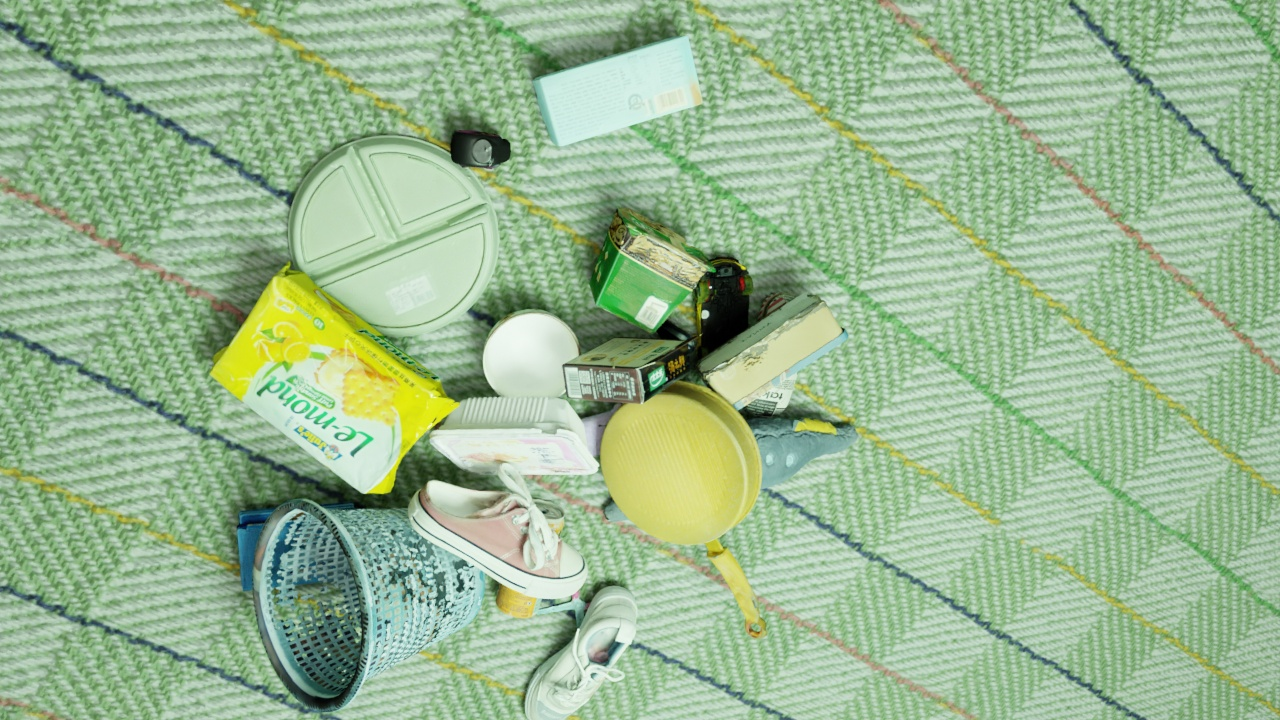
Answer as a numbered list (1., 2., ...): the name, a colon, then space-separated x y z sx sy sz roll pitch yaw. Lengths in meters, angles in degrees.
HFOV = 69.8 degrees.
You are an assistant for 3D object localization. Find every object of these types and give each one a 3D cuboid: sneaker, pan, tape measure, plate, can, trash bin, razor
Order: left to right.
1. trash bin: -0.296 0.256 1.047 0.194 0.227 0.227 -4 115 -51
2. plate: -0.272 -0.133 1.021 0.230 0.027 0.230 -4 110 -11
3. tape measure: -0.176 -0.227 0.993 0.058 0.057 0.039 13 108 17
4. sneaker: -0.146 0.195 1.056 0.241 0.118 0.088 33 113 -27
5. can: -0.141 0.254 1.173 0.058 0.058 0.146 12 106 -17
6. sneaker: -0.075 0.418 1.222 0.089 0.090 0.243 26 110 -20
7. razor: 0.025 0.031 1.140 0.067 0.062 0.168 -6 120 -45
8. pan: 0.078 0.192 1.104 0.198 0.078 0.357 -15 99 32

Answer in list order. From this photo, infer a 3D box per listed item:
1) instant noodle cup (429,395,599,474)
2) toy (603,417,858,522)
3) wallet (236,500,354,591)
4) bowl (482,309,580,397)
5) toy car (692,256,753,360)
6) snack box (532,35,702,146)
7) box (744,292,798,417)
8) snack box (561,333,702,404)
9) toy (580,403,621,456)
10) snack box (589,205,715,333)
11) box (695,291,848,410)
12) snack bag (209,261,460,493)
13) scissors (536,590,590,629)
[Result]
1. instant noodle cup: -0.143 0.086 1.069 0.173 0.060 0.138 -3 154 12
2. toy: 0.120 0.134 1.172 0.356 0.091 0.138 -19 156 -4
3. wallet: -0.413 0.223 1.107 0.133 0.040 0.106 -3 112 -21
4. bowl: -0.130 -0.010 1.079 0.113 0.062 0.113 -4 110 -10
5. toy car: 0.100 -0.049 1.130 0.071 0.041 0.156 -9 115 -10
6. snack box: -0.024 -0.296 1.007 0.174 0.051 0.074 -19 111 -7
7. box: 0.172 -0.005 1.155 0.072 0.060 0.164 11 108 5
8. snack box: -0.006 0.006 1.044 0.126 0.113 0.053 4 110 32
9. toy: -0.070 0.100 1.145 0.108 0.039 0.084 -13 115 -10
10. snack box: 0.003 -0.099 1.052 0.118 0.117 0.106 25 106 -17
11. box: 0.158 -0.015 1.085 0.184 0.089 0.062 -31 102 3
12. snack bag: -0.334 0.020 1.003 0.246 0.068 0.158 39 109 -5
13. scissors: -0.080 0.326 1.237 0.133 0.017 0.134 -7 114 -7
